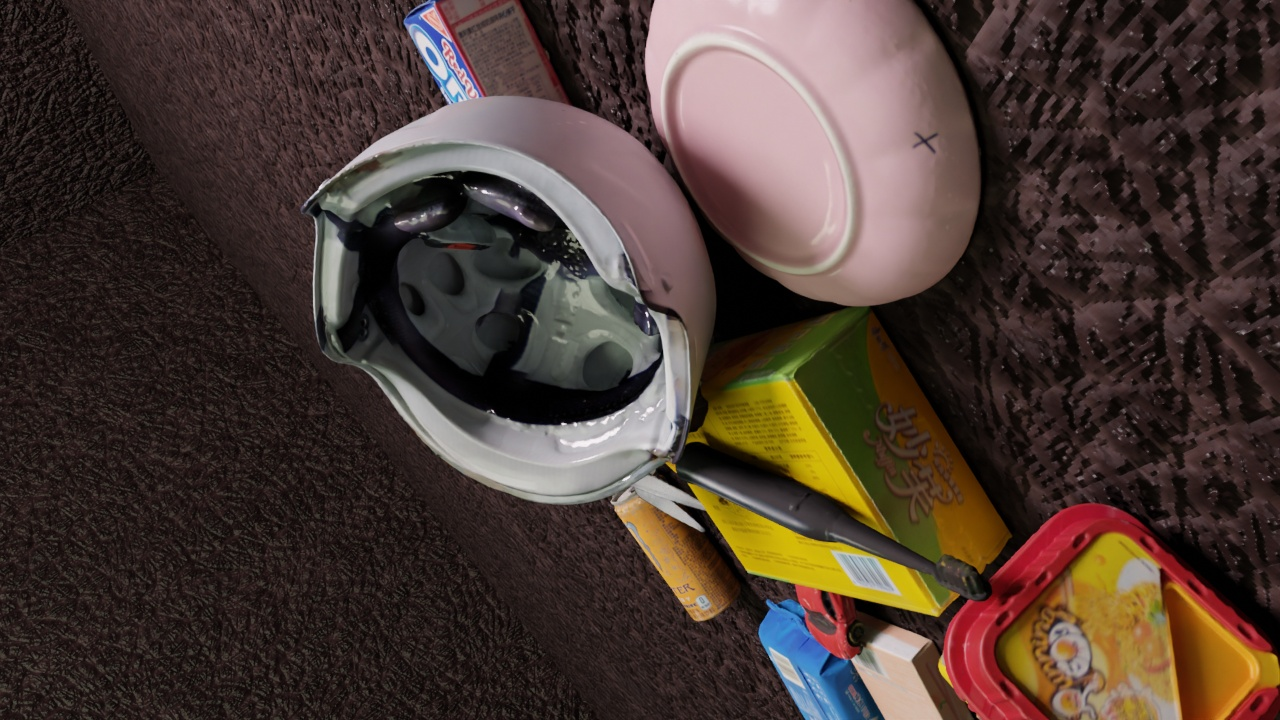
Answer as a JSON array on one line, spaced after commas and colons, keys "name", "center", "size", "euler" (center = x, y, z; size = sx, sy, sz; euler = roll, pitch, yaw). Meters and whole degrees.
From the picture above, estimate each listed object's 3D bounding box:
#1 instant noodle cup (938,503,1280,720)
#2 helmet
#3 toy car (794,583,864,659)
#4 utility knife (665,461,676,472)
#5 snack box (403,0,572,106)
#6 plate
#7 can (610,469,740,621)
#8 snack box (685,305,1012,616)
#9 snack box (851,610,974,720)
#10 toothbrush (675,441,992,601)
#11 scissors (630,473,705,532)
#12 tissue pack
[{"name": "instant noodle cup", "center": [0.206, 0.146, 0.437], "size": [0.116, 0.116, 0.124], "euler": [46, 169, 17]}, {"name": "helmet", "center": [-0.059, -0.043, 0.533], "size": [0.229, 0.145, 0.259], "euler": [13, 141, 15]}, {"name": "toy car", "center": [0.137, 0.175, 0.686], "size": [0.049, 0.031, 0.106], "euler": [7, 114, 62]}, {"name": "utility knife", "center": [0.069, 0.120, 0.766], "size": [0.207, 0.015, 0.033], "euler": [41, 163, 10]}, {"name": "snack box", "center": [-0.074, -0.147, 0.607], "size": [0.057, 0.058, 0.207], "euler": [11, 134, 55]}, {"name": "plate", "center": [0.064, -0.100, 0.425], "size": [0.192, 0.039, 0.193], "euler": [43, 157, 23]}, {"name": "can", "center": [0.035, 0.179, 0.887], "size": [0.146, 0.058, 0.058], "euler": [55, 159, -6]}, {"name": "snack box", "center": [0.097, 0.061, 0.565], "size": [0.157, 0.070, 0.210], "euler": [56, 159, -8]}, {"name": "snack box", "center": [0.215, 0.267, 0.703], "size": [0.157, 0.026, 0.085], "euler": [59, 157, -17]}, {"name": "toothbrush", "center": [0.089, 0.080, 0.479], "size": [0.213, 0.026, 0.027], "euler": [17, 144, 55]}, {"name": "scissors", "center": [-0.036, 0.083, 0.843], "size": [0.234, 0.021, 0.162], "euler": [0, 106, 31]}, {"name": "tissue pack", "center": [0.164, 0.275, 0.784], "size": [0.095, 0.052, 0.157], "euler": [14, 136, 61]}]
